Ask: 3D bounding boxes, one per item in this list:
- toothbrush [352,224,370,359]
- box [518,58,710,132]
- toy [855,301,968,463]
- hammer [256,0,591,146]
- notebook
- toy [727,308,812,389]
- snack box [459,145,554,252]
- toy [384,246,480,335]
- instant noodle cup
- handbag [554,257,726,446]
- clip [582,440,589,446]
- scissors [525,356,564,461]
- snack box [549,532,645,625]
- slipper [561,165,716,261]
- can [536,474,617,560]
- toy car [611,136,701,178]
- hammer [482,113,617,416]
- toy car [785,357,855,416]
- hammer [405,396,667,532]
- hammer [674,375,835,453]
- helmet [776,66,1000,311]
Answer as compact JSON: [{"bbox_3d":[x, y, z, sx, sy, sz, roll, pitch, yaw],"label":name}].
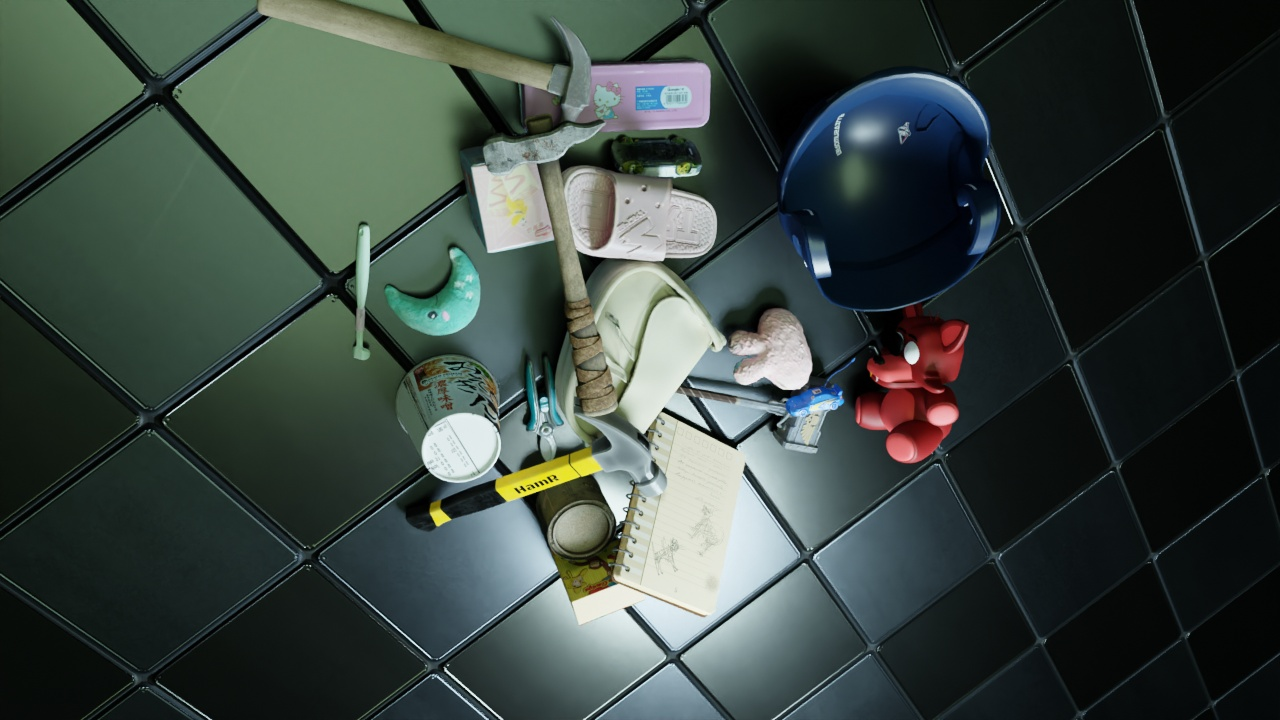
[{"bbox_3d":[-0.308,-0.075,1.014,0.022,0.015,0.155,12,111,10],"label":"toothbrush"},{"bbox_3d":[-0.027,-0.289,1.007,0.214,0.033,0.076,-7,113,-16],"label":"box"},{"bbox_3d":[0.358,0.020,1.204,0.120,0.158,0.197,1,111,-13],"label":"toy"},{"bbox_3d":[-0.208,-0.315,0.920,0.331,0.030,0.119,12,104,-13],"label":"hammer"},{"bbox_3d":[0.051,0.195,1.175,0.167,0.024,0.225,29,62,-27],"label":"notebook"},{"bbox_3d":[0.165,-0.011,1.174,0.105,0.053,0.108,-12,90,-11],"label":"toy"},{"bbox_3d":[-0.141,-0.178,0.981,0.079,0.093,0.095,-13,115,-13],"label":"snack box"},{"bbox_3d":[-0.227,-0.070,1.037,0.105,0.033,0.085,-31,108,-3],"label":"toy"},{"bbox_3d":[-0.213,0.072,1.050,0.123,0.121,0.124,-7,115,-16],"label":"instant noodle cup"},{"bbox_3d":[-0.006,0.006,1.074,0.184,0.132,0.229,33,99,-21],"label":"handbag"},{"bbox_3d":[-0.038,0.092,1.177,0.076,0.023,0.044,-6,116,-14],"label":"clip"},{"bbox_3d":[-0.127,0.064,1.137,0.138,0.019,0.136,29,103,-28],"label":"scissors"},{"bbox_3d":[-0.058,0.274,1.190,0.088,0.126,0.040,-19,117,-11],"label":"snack box"},{"bbox_3d":[0.010,-0.156,1.014,0.238,0.064,0.094,2,97,-43],"label":"slipper"},{"bbox_3d":[-0.083,0.200,1.178,0.089,0.074,0.090,-7,115,-16],"label":"can"},{"bbox_3d":[0.017,-0.228,1.043,0.105,0.048,0.033,-4,145,-18],"label":"toy car"},{"bbox_3d":[-0.070,-0.090,0.941,0.121,0.049,0.319,-12,111,-3],"label":"hammer"},{"bbox_3d":[0.232,0.033,1.181,0.092,0.033,0.062,-12,121,-9],"label":"toy car"},{"bbox_3d":[-0.141,0.143,1.094,0.325,0.034,0.170,-21,131,17],"label":"hammer"},{"bbox_3d":[0.101,0.047,1.197,0.321,0.044,0.098,11,108,-20],"label":"hammer"},{"bbox_3d":[0.264,-0.215,1.026,0.232,0.222,0.273,-9,146,0],"label":"helmet"}]
